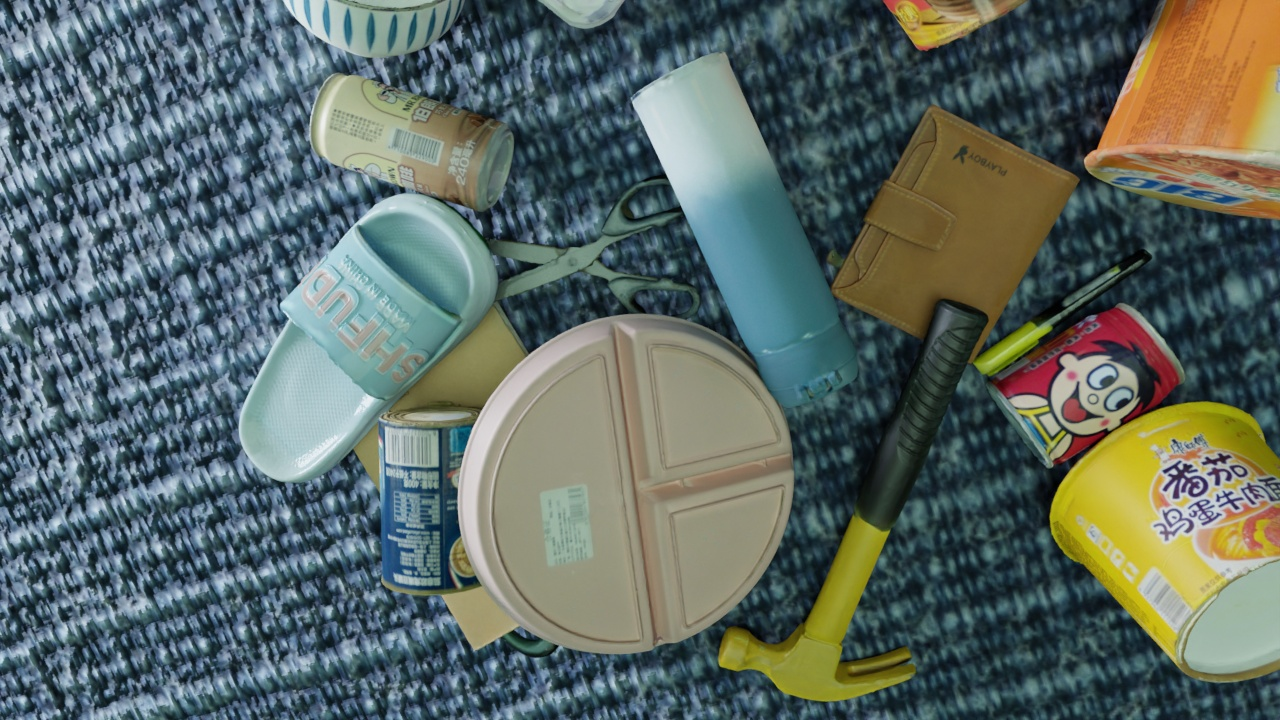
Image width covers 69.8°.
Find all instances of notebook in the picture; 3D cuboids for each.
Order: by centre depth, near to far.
[{"bbox_3d":[-0.111,0.078,0.637,0.150,0.012,0.211,-32,88,13],"label":"notebook"}]

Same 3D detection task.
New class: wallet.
[{"bbox_3d":[0.187,-0.080,0.575,0.119,0.035,0.131,24,105,-6],"label":"wallet"}]

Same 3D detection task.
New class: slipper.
[{"bbox_3d":[-0.194,-0.009,0.599,0.104,0.074,0.246,46,111,7],"label":"slipper"}]

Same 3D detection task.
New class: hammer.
[{"bbox_3d":[0.155,0.103,0.605,0.129,0.032,0.301,16,111,0],"label":"hammer"}]

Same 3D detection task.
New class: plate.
[{"bbox_3d":[0.000,0.085,0.588,0.229,0.028,0.229,-4,102,-18],"label":"plate"}]

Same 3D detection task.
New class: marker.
[{"bbox_3d":[0.268,-0.030,0.582,0.124,0.018,0.015,-37,98,12],"label":"marker"}]

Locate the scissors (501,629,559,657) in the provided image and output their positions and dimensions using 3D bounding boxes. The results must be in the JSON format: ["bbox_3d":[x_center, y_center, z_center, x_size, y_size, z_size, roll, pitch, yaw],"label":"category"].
[{"bbox_3d":[-0.066,0.136,0.649,0.170,0.019,0.181,22,98,6],"label":"scissors"}]

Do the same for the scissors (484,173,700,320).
[{"bbox_3d":[-0.037,-0.066,0.605,0.159,0.014,0.176,41,101,-7],"label":"scissors"}]

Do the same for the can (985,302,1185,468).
[{"bbox_3d":[0.273,0.015,0.566,0.094,0.066,0.066,-36,97,13],"label":"can"}]

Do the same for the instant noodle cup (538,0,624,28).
[{"bbox_3d":[-0.051,-0.294,0.536,0.173,0.060,0.138,39,104,-2],"label":"instant noodle cup"}]

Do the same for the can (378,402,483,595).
[{"bbox_3d":[-0.131,0.087,0.598,0.075,0.075,0.111,1,96,6],"label":"can"}]

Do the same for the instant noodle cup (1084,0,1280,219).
[{"bbox_3d":[0.331,-0.145,0.487,0.151,0.151,0.111,14,96,3],"label":"instant noodle cup"}]

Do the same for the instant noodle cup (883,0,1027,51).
[{"bbox_3d":[0.174,-0.244,0.491,0.138,0.137,0.108,-32,106,12],"label":"instant noodle cup"}]

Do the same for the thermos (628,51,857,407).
[{"bbox_3d":[0.068,-0.075,0.569,0.070,0.070,0.220,-24,98,11],"label":"thermos"}]

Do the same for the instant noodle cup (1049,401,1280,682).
[{"bbox_3d":[0.333,0.110,0.536,0.138,0.109,0.138,-5,125,-7],"label":"instant noodle cup"}]

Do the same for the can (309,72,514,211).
[{"bbox_3d":[-0.143,-0.138,0.583,0.116,0.058,0.058,18,104,2],"label":"can"}]

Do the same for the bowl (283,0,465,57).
[{"bbox_3d":[-0.162,-0.226,0.550,0.116,0.116,0.066,30,146,-1],"label":"bowl"}]
